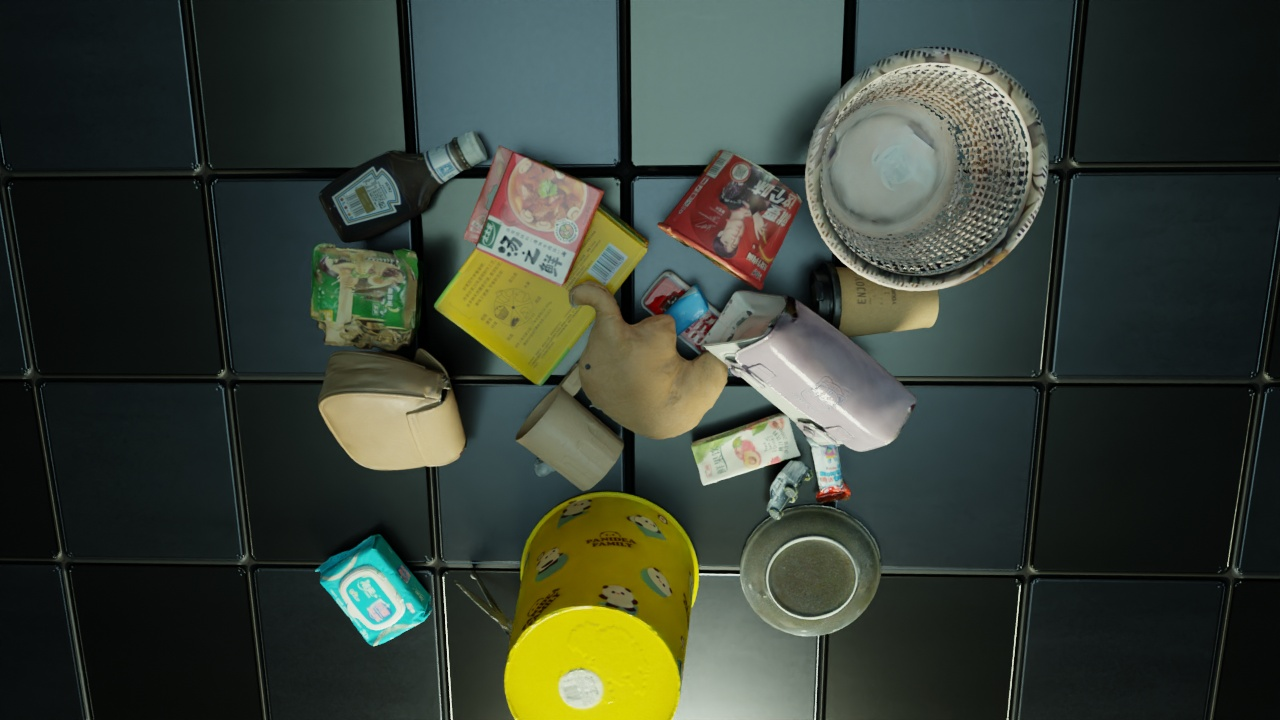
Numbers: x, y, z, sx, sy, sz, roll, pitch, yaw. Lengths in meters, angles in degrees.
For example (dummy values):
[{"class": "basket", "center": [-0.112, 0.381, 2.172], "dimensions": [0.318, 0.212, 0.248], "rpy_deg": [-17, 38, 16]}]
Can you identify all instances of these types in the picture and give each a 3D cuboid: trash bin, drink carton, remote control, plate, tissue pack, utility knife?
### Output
[{"class": "trash bin", "center": [0.275, -0.198, 0.955], "dimensions": [0.227, 0.192, 0.227], "rpy_deg": [1, 103, 3]}, {"class": "trash bin", "center": [-0.044, 0.304, 1.058], "dimensions": [0.229, 0.255, 0.230], "rpy_deg": [1, 103, 2]}, {"class": "drink carton", "center": [0.126, 0.107, 1.110], "dimensions": [0.122, 0.045, 0.053], "rpy_deg": [-19, 92, 5]}, {"class": "remote control", "center": [0.065, -0.046, 1.090], "dimensions": [0.136, 0.020, 0.056], "rpy_deg": [40, 101, -6]}, {"class": "plate", "center": [0.215, 0.269, 1.155], "dimensions": [0.179, 0.024, 0.179], "rpy_deg": [1, 104, 2]}, {"class": "tissue pack", "center": [-0.340, 0.292, 1.173], "dimensions": [0.093, 0.050, 0.133], "rpy_deg": [-34, 99, 10]}, {"class": "utility knife", "center": [0.009, -0.019, 1.087], "dimensions": [0.034, 0.018, 0.188], "rpy_deg": [44, 114, -11]}]

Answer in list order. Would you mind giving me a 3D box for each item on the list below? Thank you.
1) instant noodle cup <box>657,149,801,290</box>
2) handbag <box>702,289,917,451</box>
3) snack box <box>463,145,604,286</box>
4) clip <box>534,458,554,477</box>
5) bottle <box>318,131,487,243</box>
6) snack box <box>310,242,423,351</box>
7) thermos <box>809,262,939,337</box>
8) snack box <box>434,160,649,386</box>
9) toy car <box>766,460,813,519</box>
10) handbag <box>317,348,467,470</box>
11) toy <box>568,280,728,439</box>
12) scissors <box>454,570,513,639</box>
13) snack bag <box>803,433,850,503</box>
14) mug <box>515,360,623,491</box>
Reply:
[{"class": "instant noodle cup", "center": [0.104, -0.157, 1.009], "dimensions": [0.138, 0.138, 0.108], "rpy_deg": [32, 96, -5]}, {"class": "handbag", "center": [0.184, 0.013, 1.012], "dimensions": [0.197, 0.145, 0.098], "rpy_deg": [38, 73, -18]}, {"class": "snack box", "center": [-0.119, -0.156, 0.989], "dimensions": [0.127, 0.044, 0.113], "rpy_deg": [23, 102, -1]}, {"class": "clip", "center": [-0.105, 0.126, 1.140], "dimensions": [0.056, 0.026, 0.024], "rpy_deg": [-19, 103, -3]}, {"class": "bottle", "center": [-0.270, -0.206, 1.058], "dimensions": [0.195, 0.044, 0.080], "rpy_deg": [-25, 101, 7]}, {"class": "snack box", "center": [-0.304, -0.079, 1.058], "dimensions": [0.118, 0.105, 0.117], "rpy_deg": [6, 101, 0]}, {"class": "thermos", "center": [0.260, -0.066, 1.045], "dimensions": [0.143, 0.093, 0.093], "rpy_deg": [-1, 103, -4]}, {"class": "snack box", "center": [-0.113, -0.100, 1.061], "dimensions": [0.157, 0.070, 0.210], "rpy_deg": [37, 102, -6]}, {"class": "toy car", "center": [0.176, 0.155, 1.106], "dimensions": [0.034, 0.042, 0.091], "rpy_deg": [35, 142, 15]}, {"class": "handbag", "center": [-0.280, 0.053, 1.053], "dimensions": [0.148, 0.205, 0.099], "rpy_deg": [3, 61, -2]}, {"class": "toy", "center": [-0.006, 0.006, 1.043], "dimensions": [0.226, 0.082, 0.143], "rpy_deg": [35, 98, -29]}, {"class": "scissors", "center": [-0.148, 0.349, 1.138], "dimensions": [0.015, 0.189, 0.226], "rpy_deg": [-43, 119, 3]}, {"class": "snack bag", "center": [0.228, 0.124, 1.119], "dimensions": [0.045, 0.026, 0.105], "rpy_deg": [-11, 100, 8]}, {"class": "mug", "center": [-0.071, 0.079, 1.100], "dimensions": [0.103, 0.084, 0.124], "rpy_deg": [41, 79, -12]}]
